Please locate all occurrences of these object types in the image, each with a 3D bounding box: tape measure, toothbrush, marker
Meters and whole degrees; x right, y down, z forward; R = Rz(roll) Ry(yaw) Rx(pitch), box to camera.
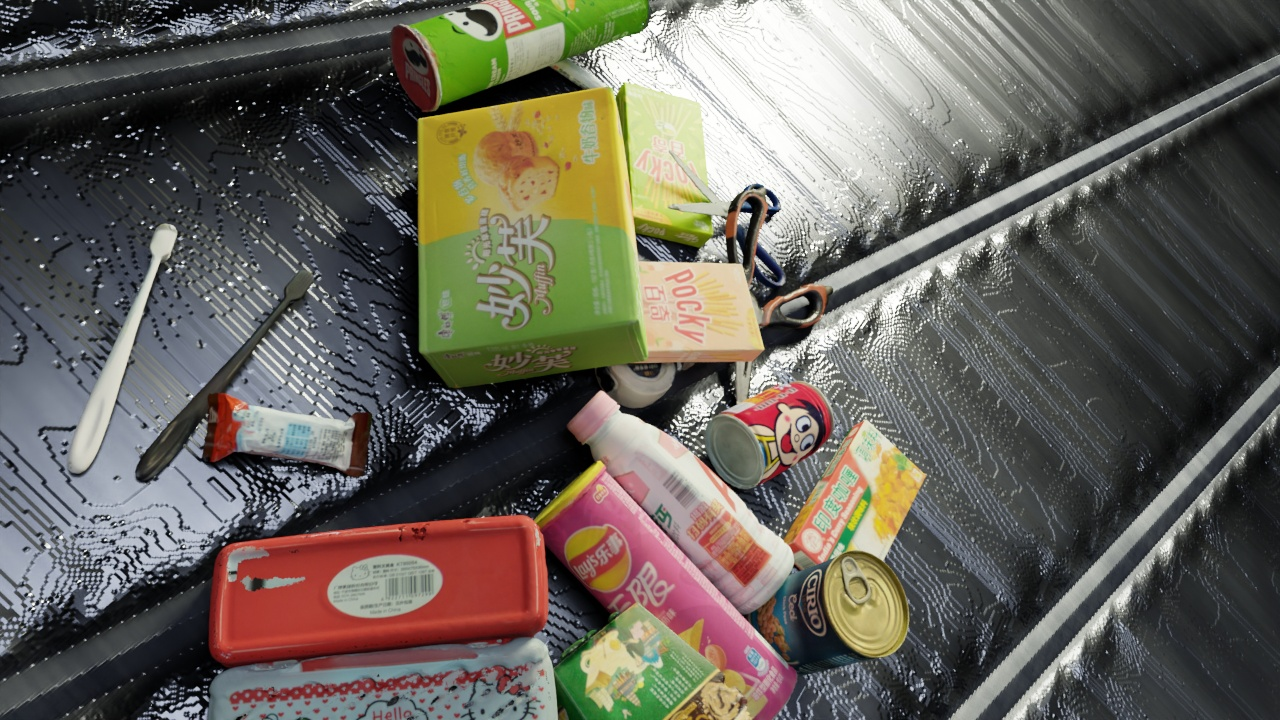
[{"bbox_3d":[-0.004,0.004,0.753,0.065,0.034,0.066,9,60,-22],"label":"tape measure"},{"bbox_3d":[-0.335,-0.011,0.596,0.016,0.016,0.179,15,62,-19],"label":"toothbrush"},{"bbox_3d":[-0.277,0.006,0.618,0.015,0.018,0.180,41,55,-21],"label":"toothbrush"},{"bbox_3d":[-0.087,-0.287,0.864,0.145,0.017,0.017,31,55,-11],"label":"marker"}]

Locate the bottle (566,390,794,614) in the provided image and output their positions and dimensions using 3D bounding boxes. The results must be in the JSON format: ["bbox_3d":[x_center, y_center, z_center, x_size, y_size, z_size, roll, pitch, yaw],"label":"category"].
[{"bbox_3d":[0.026,0.105,0.700,0.197,0.068,0.068,44,54,0],"label":"bottle"}]

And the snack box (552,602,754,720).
[{"bbox_3d":[-0.009,0.232,0.600,0.118,0.118,0.105,-28,69,-38],"label":"snack box"}]

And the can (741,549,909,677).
[{"bbox_3d":[0.134,0.193,0.687,0.075,0.111,0.075,14,59,-24],"label":"can"}]

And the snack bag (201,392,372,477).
[{"bbox_3d":[-0.234,0.050,0.610,0.104,0.026,0.048,8,86,-26],"label":"snack bag"}]

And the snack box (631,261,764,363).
[{"bbox_3d":[0.019,-0.039,0.746,0.157,0.026,0.084,-1,64,-22],"label":"snack box"}]

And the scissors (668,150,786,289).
[{"bbox_3d":[0.089,-0.137,0.866,0.173,0.012,0.162,-36,98,-48],"label":"scissors"}]

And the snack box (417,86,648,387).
[{"bbox_3d":[-0.083,-0.095,0.694,0.158,0.070,0.209,-8,66,4],"label":"snack box"}]

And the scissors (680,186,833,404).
[{"bbox_3d":[0.102,-0.057,0.831,0.224,0.015,0.189,-24,96,-39],"label":"scissors"}]

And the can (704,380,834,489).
[{"bbox_3d":[0.109,0.060,0.766,0.093,0.067,0.066,-23,78,-35],"label":"can"}]

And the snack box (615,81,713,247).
[{"bbox_3d":[0.021,-0.185,0.866,0.085,0.026,0.156,9,63,-24],"label":"snack box"}]

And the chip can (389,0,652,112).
[{"bbox_3d":[-0.099,-0.289,0.808,0.235,0.072,0.072,-31,83,-29],"label":"chip can"}]

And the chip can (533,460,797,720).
[{"bbox_3d":[0.016,0.172,0.657,0.210,0.072,0.071,47,54,-1],"label":"chip can"}]

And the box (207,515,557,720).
[{"bbox_3d":[-0.153,0.176,0.544,0.201,0.039,0.158,-5,66,-4],"label":"box"}]

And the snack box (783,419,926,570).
[{"bbox_3d":[0.187,0.130,0.797,0.077,0.027,0.155,42,54,-2],"label":"snack box"}]
